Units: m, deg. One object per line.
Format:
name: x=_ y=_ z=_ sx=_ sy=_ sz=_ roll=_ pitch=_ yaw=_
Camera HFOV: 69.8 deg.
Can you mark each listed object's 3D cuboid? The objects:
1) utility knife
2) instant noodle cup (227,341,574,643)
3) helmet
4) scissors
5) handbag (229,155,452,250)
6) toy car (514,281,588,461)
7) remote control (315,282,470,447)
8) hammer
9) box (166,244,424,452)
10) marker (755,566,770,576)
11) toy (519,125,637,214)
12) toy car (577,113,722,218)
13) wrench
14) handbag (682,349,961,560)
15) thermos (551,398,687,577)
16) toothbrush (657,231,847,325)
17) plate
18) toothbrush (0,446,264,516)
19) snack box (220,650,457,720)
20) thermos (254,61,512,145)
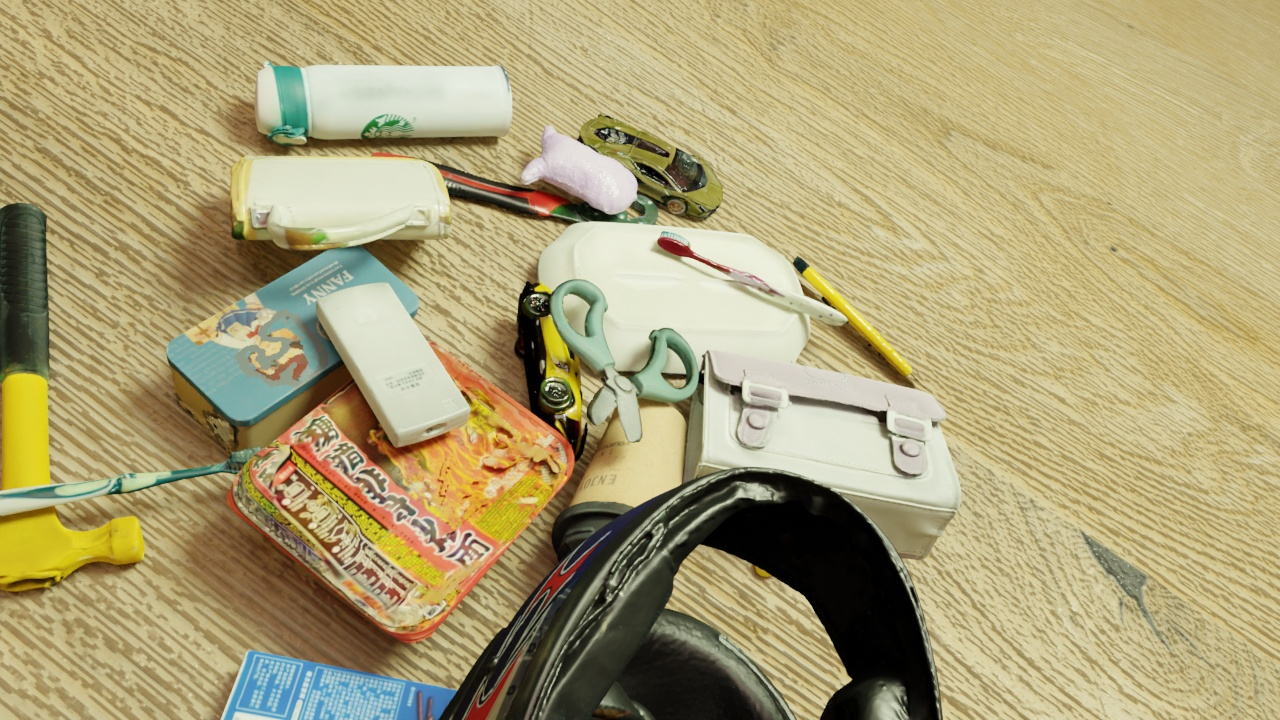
utility knife: x=0.206 y=-0.034 z=0.870 sx=0.173 sy=0.015 sz=0.033 roll=47 pitch=10 yaw=9
instant noodle cup: x=-0.156 y=0.087 z=0.628 sx=0.164 sy=0.079 sz=0.188 roll=36 pitch=52 yaw=9
helmet: x=0.007 y=0.228 z=0.475 sx=0.247 sy=0.241 sz=0.314 roll=26 pitch=61 yaw=-6
scissors: x=0.000 y=0.008 z=0.698 sx=0.169 sy=0.019 sz=0.177 roll=18 pitch=35 yaw=-31
handbag: x=-0.228 y=-0.120 z=0.706 sx=0.163 sy=0.063 sz=0.179 roll=-4 pitch=21 yaw=-21
toy car: x=-0.072 y=0.005 z=0.721 sx=0.041 sy=0.071 sz=0.155 roll=-3 pitch=56 yaw=-19
remote control: x=-0.173 y=-0.001 z=0.634 sx=0.056 sy=0.019 sz=0.135 roll=-20 pitch=58 yaw=-33
hammer: x=-0.418 y=0.013 z=0.621 sx=0.128 sy=0.033 sz=0.300 roll=-7 pitch=59 yaw=-25
box: x=-0.248 y=-0.014 z=0.681 sx=0.090 sy=0.062 sz=0.183 roll=39 pitch=54 yaw=9
marker: x=0.127 y=0.127 z=0.739 sx=0.018 sy=0.015 sz=0.123 roll=41 pitch=51 yaw=5
toy: x=-0.053 y=-0.173 z=0.857 sx=0.108 sy=0.039 sz=0.083 roll=27 pitch=53 yaw=-7
toy car: x=0.012 y=-0.194 z=0.915 sx=0.158 sy=0.042 sz=0.070 roll=23 pitch=52 yaw=-5
wrench: x=-0.115 y=-0.155 z=0.857 sx=0.273 sy=0.016 sz=0.056 roll=9 pitch=50 yaw=-14
handbag: x=0.138 y=0.066 z=0.730 sx=0.197 sy=0.099 sz=0.144 roll=11 pitch=38 yaw=-4
thermos: x=-0.007 y=0.097 z=0.672 sx=0.093 sy=0.093 sz=0.142 roll=21 pitch=45 yaw=-4
toothbrush: x=0.101 y=-0.073 z=0.822 sx=0.187 sy=0.016 sz=0.017 roll=23 pitch=43 yaw=-7
plate: x=0.041 y=-0.064 z=0.822 sx=0.265 sy=0.034 sz=0.161 roll=3 pitch=58 yaw=-21
toothbrush: x=-0.329 y=0.076 z=0.575 sx=0.191 sy=0.018 sz=0.016 roll=-8 pitch=59 yaw=-25
snack box: x=-0.172 y=0.233 z=0.552 sx=0.157 sy=0.026 sz=0.084 roll=15 pitch=53 yaw=-9
thermos: x=-0.234 y=-0.235 z=0.842 sx=0.224 sy=0.073 sz=0.073 roll=-7 pitch=59 yaw=-23
